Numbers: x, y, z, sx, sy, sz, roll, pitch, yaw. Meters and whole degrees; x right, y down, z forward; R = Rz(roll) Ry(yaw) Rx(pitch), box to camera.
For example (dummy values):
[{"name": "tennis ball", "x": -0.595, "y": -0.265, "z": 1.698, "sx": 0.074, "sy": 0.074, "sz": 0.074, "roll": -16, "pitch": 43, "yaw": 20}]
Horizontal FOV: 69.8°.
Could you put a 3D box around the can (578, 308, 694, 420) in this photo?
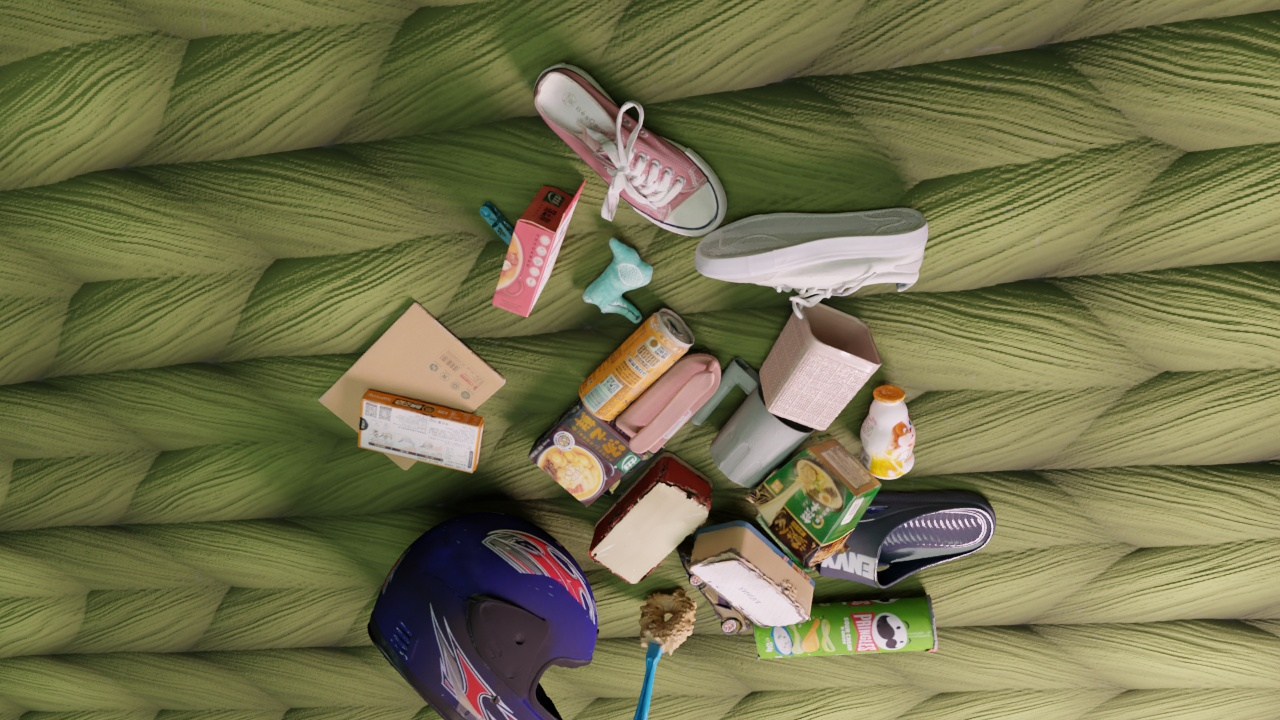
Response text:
[{"name": "can", "x": -0.006, "y": 0.006, "z": 1.067, "sx": 0.058, "sy": 0.058, "sz": 0.146, "roll": 40, "pitch": 117, "yaw": -14}]

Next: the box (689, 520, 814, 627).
[{"name": "box", "x": 0.138, "y": 0.269, "z": 1.157, "sx": 0.090, "sy": 0.059, "sz": 0.184, "roll": -19, "pitch": 127, "yaw": 37}]

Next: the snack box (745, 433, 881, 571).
[{"name": "snack box", "x": 0.209, "y": 0.159, "z": 1.064, "sx": 0.117, "sy": 0.118, "sz": 0.106, "roll": 47, "pitch": 119, "yaw": 23}]

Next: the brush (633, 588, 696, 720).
[{"name": "brush", "x": 0.014, "y": 0.409, "z": 1.189, "sx": 0.083, "sy": 0.253, "sz": 0.046, "roll": 3, "pitch": 137, "yaw": 19}]

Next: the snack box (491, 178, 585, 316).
[{"name": "snack box", "x": -0.108, "y": -0.128, "z": 0.974, "sx": 0.044, "sy": 0.113, "sz": 0.127, "roll": 22, "pitch": 119, "yaw": -4}]

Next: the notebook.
[{"name": "notebook", "x": -0.289, "y": 0.038, "z": 1.152, "sx": 0.148, "sy": 0.008, "sz": 0.208, "roll": 43, "pitch": 116, "yaw": -16}]

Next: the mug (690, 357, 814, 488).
[{"name": "mug", "x": 0.128, "y": 0.074, "z": 1.083, "sx": 0.124, "sy": 0.083, "sz": 0.104, "roll": 44, "pitch": 120, "yaw": 14}]

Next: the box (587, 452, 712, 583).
[{"name": "box", "x": 0.013, "y": 0.208, "z": 1.165, "sx": 0.091, "sy": 0.080, "sz": 0.169, "roll": 35, "pitch": 118, "yaw": -11}]

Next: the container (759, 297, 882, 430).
[{"name": "container", "x": 0.194, "y": 0.008, "z": 1.020, "sx": 0.090, "sy": 0.090, "sz": 0.111, "roll": 19, "pitch": 123, "yaw": -15}]

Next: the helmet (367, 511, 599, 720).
[{"name": "helmet", "x": -0.171, "y": 0.337, "z": 1.168, "sx": 0.240, "sy": 0.247, "sz": 0.315, "roll": -43, "pitch": 102, "yaw": -11}]

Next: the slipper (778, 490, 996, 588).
[{"name": "slipper", "x": 0.305, "y": 0.223, "z": 1.134, "sx": 0.268, "sy": 0.083, "sz": 0.111, "roll": -8, "pitch": 116, "yaw": 11}]

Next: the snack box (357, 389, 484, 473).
[{"name": "snack box", "x": -0.278, "y": 0.090, "z": 1.160, "sx": 0.154, "sy": 0.026, "sz": 0.075, "roll": 13, "pitch": 120, "yaw": -1}]

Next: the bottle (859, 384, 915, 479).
[{"name": "bottle", "x": 0.287, "y": 0.083, "z": 1.066, "sx": 0.063, "sy": 0.063, "sz": 0.108, "roll": -2, "pitch": 119, "yaw": 9}]

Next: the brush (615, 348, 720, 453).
[{"name": "brush", "x": 0.039, "y": 0.047, "z": 1.076, "sx": 0.063, "sy": 0.072, "sz": 0.146, "roll": 39, "pitch": 115, "yaw": -13}]

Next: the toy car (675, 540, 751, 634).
[{"name": "toy car", "x": 0.095, "y": 0.298, "z": 1.210, "sx": 0.042, "sy": 0.070, "sz": 0.158, "roll": -35, "pitch": 112, "yaw": 3}]

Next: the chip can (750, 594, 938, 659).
[{"name": "chip can", "x": 0.268, "y": 0.356, "z": 1.218, "sx": 0.236, "sy": 0.072, "sz": 0.072, "roll": -7, "pitch": 118, "yaw": 12}]

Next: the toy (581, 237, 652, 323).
[{"name": "toy", "x": -0.023, "y": -0.084, "z": 1.037, "sx": 0.096, "sy": 0.030, "sz": 0.092, "roll": 38, "pitch": 122, "yaw": -21}]

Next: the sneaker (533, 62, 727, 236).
[{"name": "sneaker", "x": -0.012, "y": -0.203, "z": 0.932, "sx": 0.241, "sy": 0.087, "sz": 0.118, "roll": 38, "pitch": 117, "yaw": -16}]

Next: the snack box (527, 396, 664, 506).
[{"name": "snack box", "x": -0.056, "y": 0.114, "z": 1.143, "sx": 0.125, "sy": 0.053, "sz": 0.113, "roll": 41, "pitch": 116, "yaw": -9}]

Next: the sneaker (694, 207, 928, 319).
[{"name": "sneaker", "x": 0.178, "y": -0.100, "z": 0.968, "sx": 0.242, "sy": 0.089, "sz": 0.091, "roll": -5, "pitch": 125, "yaw": 0}]

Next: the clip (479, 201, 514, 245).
[{"name": "clip", "x": -0.157, "y": -0.152, "z": 1.021, "sx": 0.014, "sy": 0.043, "sz": 0.056, "roll": -33, "pitch": 107, "yaw": 21}]
